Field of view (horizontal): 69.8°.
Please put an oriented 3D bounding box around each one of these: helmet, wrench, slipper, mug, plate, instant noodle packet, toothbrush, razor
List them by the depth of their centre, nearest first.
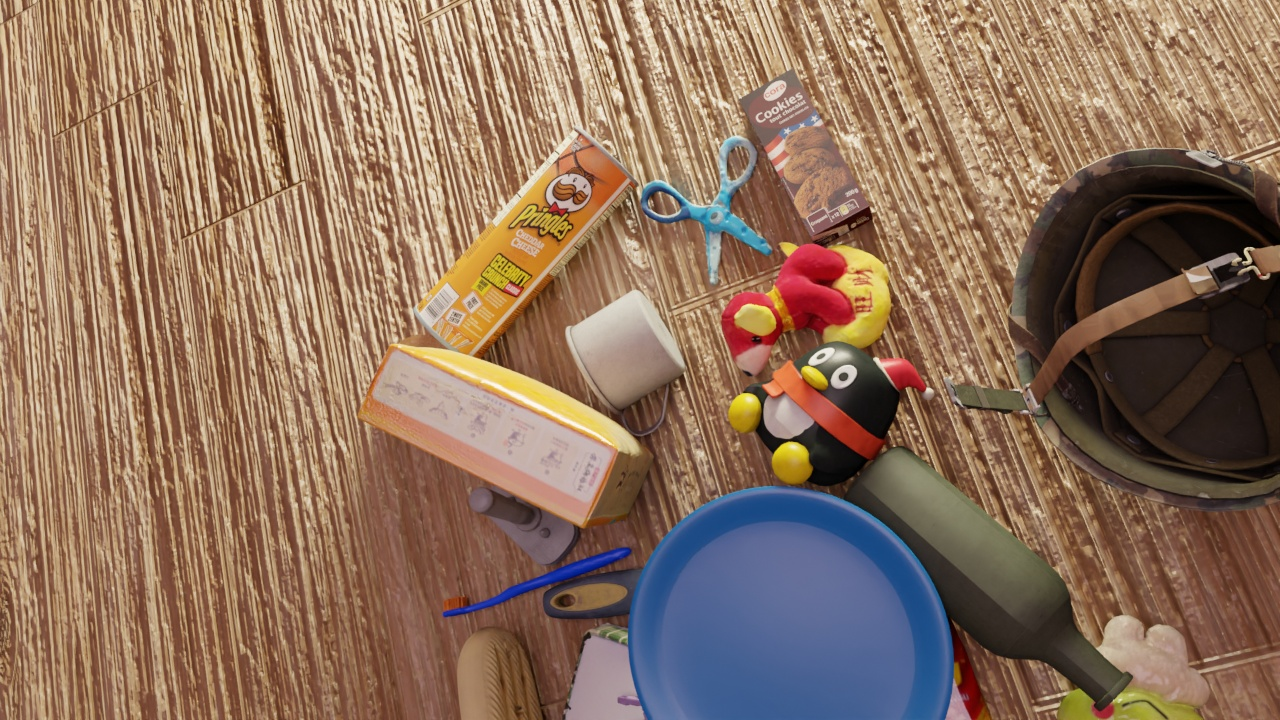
[{"bbox_3d":[0.322,-0.021,0.558,0.193,0.235,0.224,-39,76,43],"label":"helmet"},{"bbox_3d":[0.101,0.200,0.643,0.225,0.024,0.224,-1,86,18],"label":"plate"},{"bbox_3d":[0.193,0.245,0.653,0.099,0.039,0.135,-24,70,18],"label":"instant noodle packet"},{"bbox_3d":[-0.115,0.341,0.706,0.079,0.111,0.261,-17,70,13],"label":"slipper"},{"bbox_3d":[0.048,0.174,0.728,0.274,0.022,0.073,-13,75,17],"label":"wrench"},{"bbox_3d":[-0.107,0.121,0.744,0.088,0.116,0.047,38,86,22],"label":"razor"},{"bbox_3d":[-0.004,0.004,0.758,0.070,0.084,0.113,-31,104,9],"label":"mug"},{"bbox_3d":[-0.091,0.186,0.779,0.183,0.016,0.018,-22,67,15],"label":"toothbrush"}]

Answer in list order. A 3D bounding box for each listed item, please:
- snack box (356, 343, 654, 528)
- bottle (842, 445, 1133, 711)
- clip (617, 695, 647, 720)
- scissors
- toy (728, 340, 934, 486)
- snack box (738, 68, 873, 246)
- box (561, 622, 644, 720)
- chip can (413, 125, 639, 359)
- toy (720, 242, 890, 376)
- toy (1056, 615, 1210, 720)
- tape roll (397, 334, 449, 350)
[{"bbox_3d":[-0.096,0.054,0.726,0.195,0.145,0.080,24,87,13],"label":"snack box"},{"bbox_3d":[0.235,0.149,0.629,0.071,0.071,0.207,-49,62,4],"label":"bottle"},{"bbox_3d":[0.003,0.257,0.680,0.050,0.014,0.046,-45,67,11],"label":"clip"},{"bbox_3d":[0.055,-0.129,0.795,0.134,0.012,0.134,-1,80,19],"label":"scissors"},{"bbox_3d":[0.143,0.033,0.681,0.119,0.099,0.097,-51,46,11],"label":"toy"},{"bbox_3d":[0.136,-0.168,0.761,0.051,0.031,0.140,-28,71,12],"label":"snack box"},{"bbox_3d":[0.040,0.284,0.695,0.206,0.050,0.117,11,85,22],"label":"box"},{"bbox_3d":[-0.101,-0.101,0.810,0.215,0.075,0.075,-47,68,5],"label":"chip can"},{"bbox_3d":[0.129,-0.048,0.726,0.137,0.067,0.105,-19,66,7],"label":"toy"},{"bbox_3d":[0.327,0.228,0.605,0.092,0.046,0.115,8,73,26],"label":"toy"},{"bbox_3d":[-0.198,0.024,0.844,0.094,0.027,0.094,-4,78,19],"label":"tape roll"}]
